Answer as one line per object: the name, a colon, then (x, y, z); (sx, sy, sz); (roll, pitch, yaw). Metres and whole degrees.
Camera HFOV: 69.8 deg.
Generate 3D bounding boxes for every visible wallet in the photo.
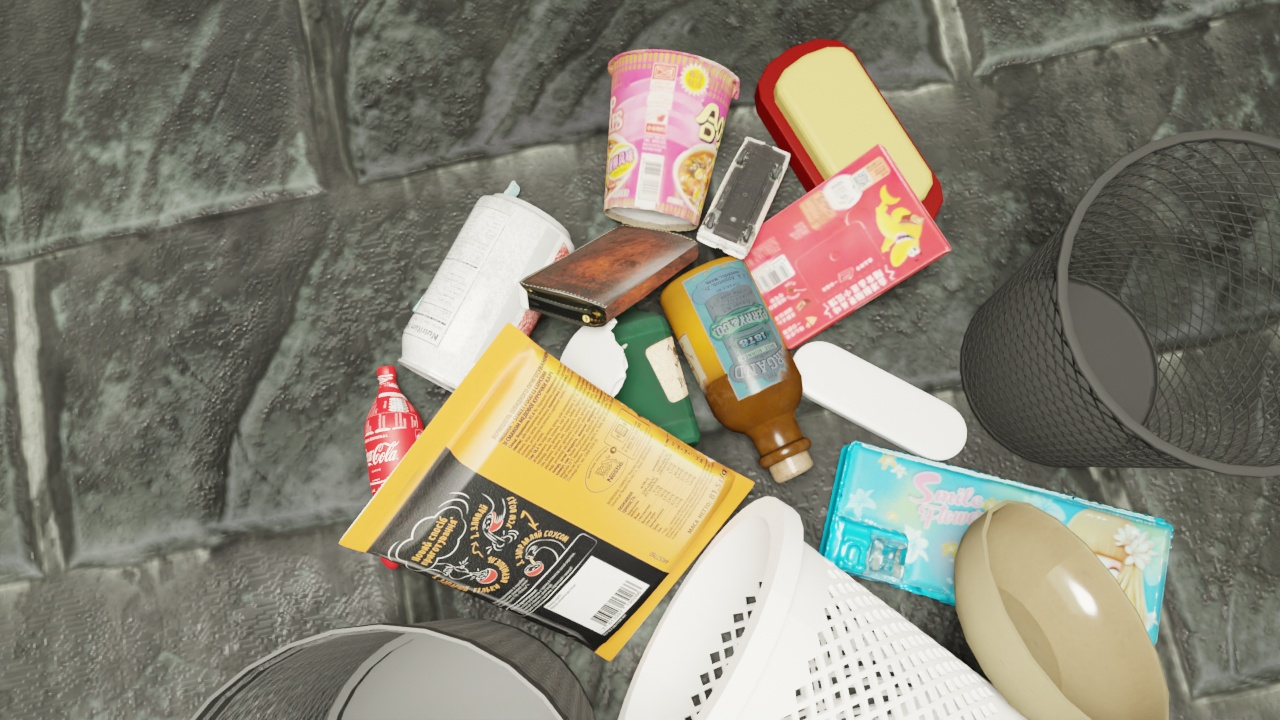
wallet: (-0.019, -0.061, 0.630); (0.072, 0.019, 0.122); (17, 35, 29)

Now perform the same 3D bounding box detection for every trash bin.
trash bin: (0.116, 0.218, 0.556); (0.199, 0.196, 0.195); (31, 81, -4)
trash bin: (-0.121, 0.252, 0.518); (0.218, 0.227, 0.217); (0, 79, 0)
trash bin: (0.308, -0.013, 0.574); (0.184, 0.210, 0.184); (0, 79, 0)

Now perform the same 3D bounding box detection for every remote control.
remote control: (0.172, 0.029, 0.668); (0.136, 0.013, 0.043); (28, 81, 5)

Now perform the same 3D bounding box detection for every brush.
brush: (0.157, -0.164, 0.689); (0.082, 0.042, 0.173); (-29, 80, -5)

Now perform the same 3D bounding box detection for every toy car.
toy car: (0.074, -0.115, 0.667); (0.039, 0.039, 0.112); (23, 56, 4)

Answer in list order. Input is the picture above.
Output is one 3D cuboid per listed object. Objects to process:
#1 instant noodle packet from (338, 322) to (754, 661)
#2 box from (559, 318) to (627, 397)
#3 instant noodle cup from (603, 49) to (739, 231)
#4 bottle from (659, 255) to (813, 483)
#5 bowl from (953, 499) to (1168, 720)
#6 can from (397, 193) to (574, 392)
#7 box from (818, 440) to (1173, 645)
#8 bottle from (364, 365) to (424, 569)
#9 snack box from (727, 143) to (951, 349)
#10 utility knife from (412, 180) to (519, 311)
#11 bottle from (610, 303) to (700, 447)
instant noodle packet: (-0.046, 0.094, 0.574); (0.220, 0.032, 0.160); (35, 97, -33)
box: (-0.075, 0.044, 0.604); (0.140, 0.142, 0.083); (-12, 36, -19)
instant noodle cup: (0.015, -0.154, 0.668); (0.098, 0.098, 0.108); (10, 87, 2)
bottle: (0.075, 0.010, 0.644); (0.068, 0.068, 0.157); (-24, 80, -4)
bowl: (0.243, 0.163, 0.554); (0.152, 0.152, 0.051); (50, 127, 9)
can: (-0.109, -0.043, 0.650); (0.078, 0.078, 0.136); (26, 80, 5)
box: (0.244, 0.128, 0.634); (0.227, 0.041, 0.094); (14, 79, 3)
bottle: (-0.171, 0.074, 0.647); (0.042, 0.042, 0.141); (-10, 79, -2)
snack box: (0.139, -0.079, 0.655); (0.133, 0.021, 0.089); (-33, 80, 22)
utility knife: (-0.127, -0.083, 0.692); (0.022, 0.015, 0.126); (31, 78, 10)
bottle: (-0.004, 0.004, 0.649); (0.061, 0.061, 0.131); (-16, 80, 0)
